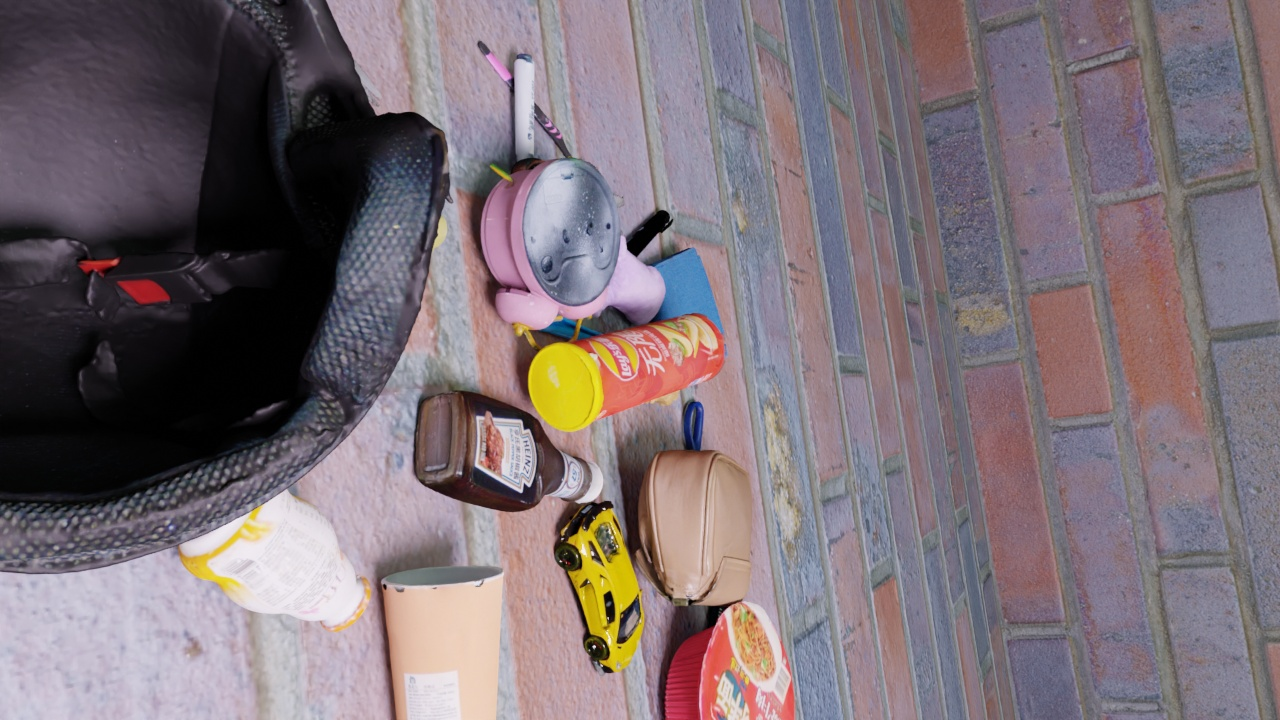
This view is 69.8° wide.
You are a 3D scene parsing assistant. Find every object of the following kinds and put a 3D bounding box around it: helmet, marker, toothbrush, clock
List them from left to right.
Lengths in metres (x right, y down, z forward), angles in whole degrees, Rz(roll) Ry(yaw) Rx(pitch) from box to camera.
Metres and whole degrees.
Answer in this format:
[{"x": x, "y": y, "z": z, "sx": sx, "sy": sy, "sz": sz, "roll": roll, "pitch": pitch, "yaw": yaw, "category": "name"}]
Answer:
[{"x": -0.217, "y": -0.055, "z": 0.350, "sx": 0.233, "sy": 0.231, "sz": 0.274, "roll": 6, "pitch": 70, "yaw": -34, "category": "helmet"}, {"x": -0.101, "y": -0.205, "z": 0.808, "sx": 0.022, "sy": 0.018, "sz": 0.130, "roll": 14, "pitch": 75, "yaw": -69, "category": "marker"}, {"x": -0.088, "y": -0.224, "z": 0.850, "sx": 0.189, "sy": 0.018, "sz": 0.014, "roll": 46, "pitch": 44, "yaw": -43, "category": "toothbrush"}, {"x": -0.072, "y": -0.084, "z": 0.743, "sx": 0.117, "sy": 0.060, "sz": 0.158, "roll": -21, "pitch": 109, "yaw": -51, "category": "clock"}, {"x": 0.004, "y": -0.130, "z": 0.979, "sx": 0.022, "sy": 0.020, "sz": 0.131, "roll": 32, "pitch": 36, "yaw": 4, "category": "marker"}]

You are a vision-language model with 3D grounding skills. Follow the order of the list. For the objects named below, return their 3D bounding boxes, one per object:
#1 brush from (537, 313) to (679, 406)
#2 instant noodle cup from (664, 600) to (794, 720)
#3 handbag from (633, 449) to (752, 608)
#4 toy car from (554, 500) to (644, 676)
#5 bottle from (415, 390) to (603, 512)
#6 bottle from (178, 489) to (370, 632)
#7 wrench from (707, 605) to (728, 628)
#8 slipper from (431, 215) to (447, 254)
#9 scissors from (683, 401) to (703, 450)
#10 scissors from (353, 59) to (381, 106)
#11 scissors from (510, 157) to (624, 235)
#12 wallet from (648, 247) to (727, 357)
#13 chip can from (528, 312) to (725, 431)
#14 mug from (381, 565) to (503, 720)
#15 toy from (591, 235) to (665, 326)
[{"x": -0.034, "y": -0.015, "z": 0.867, "sx": 0.254, "sy": 0.046, "sz": 0.083, "roll": 24, "pitch": 65, "yaw": -52, "category": "brush"}, {"x": 0.084, "y": 0.337, "z": 0.900, "sx": 0.193, "sy": 0.066, "sz": 0.193, "roll": 25, "pitch": 59, "yaw": -51, "category": "instant noodle cup"}, {"x": 0.054, "y": 0.162, "z": 0.886, "sx": 0.204, "sy": 0.100, "sz": 0.147, "roll": 39, "pitch": 50, "yaw": -66, "category": "handbag"}, {"x": -0.029, "y": 0.198, "z": 0.799, "sx": 0.071, "sy": 0.041, "sz": 0.156, "roll": -31, "pitch": 110, "yaw": -59, "category": "toy car"}, {"x": -0.094, "y": 0.080, "z": 0.716, "sx": 0.194, "sy": 0.044, "sz": 0.079, "roll": 30, "pitch": 53, "yaw": -56, "category": "bottle"}, {"x": -0.196, "y": 0.109, "z": 0.503, "sx": 0.108, "sy": 0.063, "sz": 0.063, "roll": 54, "pitch": 38, "yaw": -38, "category": "bottle"}, {"x": 0.069, "y": 0.336, "z": 0.956, "sx": 0.056, "sy": 0.016, "sz": 0.272, "roll": 57, "pitch": 36, "yaw": -37, "category": "wrench"}, {"x": -0.194, "y": -0.057, "z": 0.557, "sx": 0.190, "sy": 0.091, "sz": 0.082, "roll": -47, "pitch": 160, "yaw": -64, "category": "slipper"}, {"x": 0.061, "y": 0.126, "z": 1.013, "sx": 0.172, "sy": 0.012, "sz": 0.162, "roll": 7, "pitch": 78, "yaw": -59, "category": "scissors"}, {"x": -0.233, "y": -0.228, "z": 0.600, "sx": 0.136, "sy": 0.014, "sz": 0.175, "roll": -46, "pitch": 124, "yaw": -57, "category": "scissors"}, {"x": -0.064, "y": -0.126, "z": 0.847, "sx": 0.196, "sy": 0.015, "sz": 0.215, "roll": 64, "pitch": 37, "yaw": -48, "category": "scissors"}, {"x": 0.048, "y": -0.052, "z": 1.018, "sx": 0.106, "sy": 0.040, "sz": 0.133, "roll": -30, "pitch": 108, "yaw": -50, "category": "wallet"}, {"x": -0.005, "y": 0.005, "z": 0.803, "sx": 0.216, "sy": 0.073, "sz": 0.073, "roll": -17, "pitch": 96, "yaw": -56, "category": "chip can"}, {"x": -0.126, "y": 0.200, "z": 0.593, "sx": 0.078, "sy": 0.078, "sz": 0.122, "roll": 5, "pitch": 81, "yaw": -60, "category": "mug"}, {"x": -0.008, "y": -0.069, "z": 0.919, "sx": 0.108, "sy": 0.039, "sz": 0.084, "roll": 26, "pitch": 86, "yaw": -61, "category": "toy"}]
